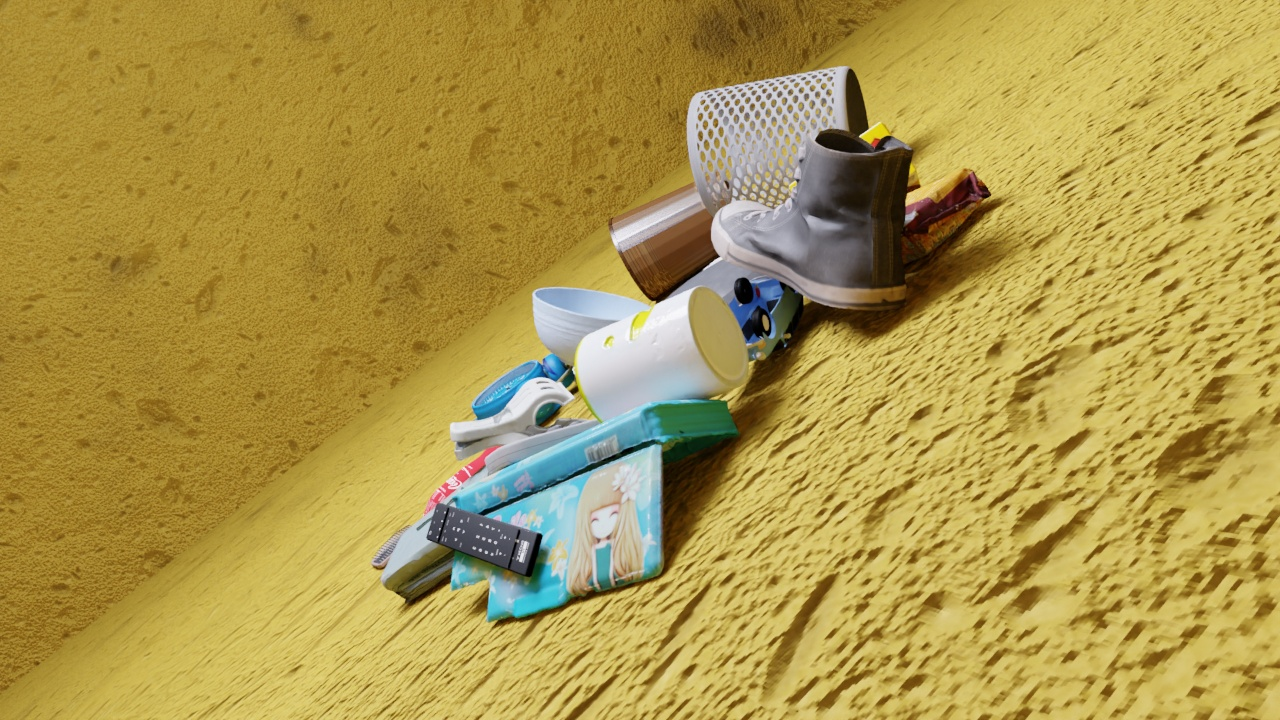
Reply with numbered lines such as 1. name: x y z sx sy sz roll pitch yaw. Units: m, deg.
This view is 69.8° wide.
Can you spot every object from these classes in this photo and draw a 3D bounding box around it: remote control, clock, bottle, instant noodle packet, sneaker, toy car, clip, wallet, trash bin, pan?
1. remote control: -0.117 0.129 0.670 0.140 0.009 0.030 3 74 49
2. clock: -0.139 0.044 1.131 0.162 0.060 0.116 -26 15 32
3. bottle: -0.180 0.135 0.953 0.141 0.042 0.042 -41 13 -18
4. instant noodle packet: 0.219 -0.111 0.774 0.098 0.039 0.136 -45 11 -23
5. sneaker: 0.131 -0.125 0.735 0.095 0.120 0.234 -3 19 -17
6. toy car: 0.099 -0.032 0.771 0.056 0.055 0.153 -12 23 31
7. clip: -0.107 0.049 0.871 0.151 0.104 0.126 6 3 -11
8. wallet: -0.171 0.157 0.839 0.132 0.054 0.100 -38 10 12
9. trash bin: 0.170 -0.259 1.094 0.184 0.156 0.156 -6 26 25
10. remote control: -0.053 0.063 0.757 0.150 0.019 0.074 -14 -10 -26
11. pan: 0.117 -0.112 1.052 0.179 0.041 0.356 -24 18 46

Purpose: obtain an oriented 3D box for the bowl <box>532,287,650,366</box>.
1. bowl: -0.060 -0.033 1.092 0.150 0.150 0.075 -88 8 -74

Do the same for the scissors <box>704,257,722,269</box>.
1. scissors: 0.127 -0.144 1.213 0.128 0.013 0.065 -39 13 -9

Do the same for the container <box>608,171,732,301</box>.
1. container: 0.061 -0.179 1.278 0.167 0.132 0.132 -27 14 14

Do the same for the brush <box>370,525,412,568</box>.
1. brush: -0.249 0.181 1.033 0.135 0.015 0.050 -43 13 -26

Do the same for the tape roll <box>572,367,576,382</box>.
1. tape roll: -0.051 -0.005 1.180 0.093 0.013 0.093 -35 12 9

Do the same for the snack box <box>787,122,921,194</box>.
1. snack box: 0.207 -0.163 0.881 0.106 0.061 0.083 -33 -16 15

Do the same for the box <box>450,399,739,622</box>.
1. box: -0.054 0.100 0.666 0.228 0.084 0.171 -27 15 37

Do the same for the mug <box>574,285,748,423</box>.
1. mug: 0.016 0.000 0.690 0.106 0.082 0.082 -23 17 31
